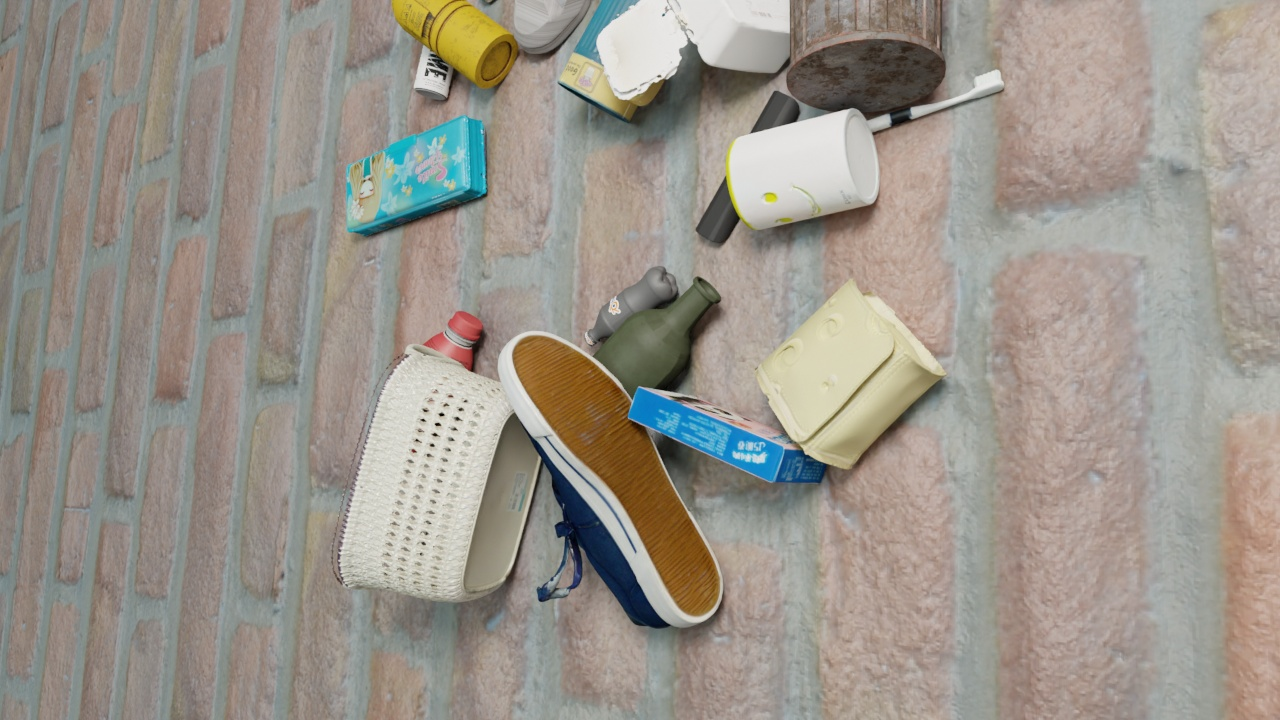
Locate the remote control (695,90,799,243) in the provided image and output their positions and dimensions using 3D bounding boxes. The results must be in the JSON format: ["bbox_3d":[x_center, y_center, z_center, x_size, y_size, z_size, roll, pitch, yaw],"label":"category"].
[{"bbox_3d":[0.098,-0.177,0.849,0.033,0.015,0.147,38,105,34],"label":"remote control"}]

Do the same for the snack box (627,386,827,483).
[{"bbox_3d":[0.074,0.064,0.784,0.154,0.087,0.033,22,96,36],"label":"snack box"}]

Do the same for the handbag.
[{"bbox_3d":[0.161,0.011,0.735,0.119,0.081,0.111,-49,46,22],"label":"handbag"}]

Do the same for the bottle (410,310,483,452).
[{"bbox_3d":[-0.233,0.025,1.028,0.062,0.062,0.177,43,108,33],"label":"bottle"}]

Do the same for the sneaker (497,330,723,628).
[{"bbox_3d":[-0.053,0.116,0.819,0.128,0.120,0.294,-28,94,44],"label":"sneaker"}]

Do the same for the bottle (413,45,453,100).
[{"bbox_3d":[-0.242,-0.378,1.110,0.041,0.041,0.116,13,91,36],"label":"bottle"}]

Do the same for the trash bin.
[{"bbox_3d":[0.180,-0.324,0.737,0.131,0.130,0.211,-4,78,35],"label":"trash bin"}]

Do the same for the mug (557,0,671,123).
[{"bbox_3d":[-0.013,-0.296,0.905,0.113,0.083,0.107,38,101,42],"label":"mug"}]

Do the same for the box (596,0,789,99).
[{"bbox_3d":[0.050,-0.303,0.818,0.101,0.189,0.111,104,147,-61],"label":"box"}]

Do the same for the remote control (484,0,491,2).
[{"bbox_3d":[-0.142,-0.463,1.067,0.126,0.018,0.038,-23,70,29],"label":"remote control"}]

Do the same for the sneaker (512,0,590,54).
[{"bbox_3d":[-0.084,-0.446,0.970,0.099,0.089,0.236,37,104,25],"label":"sneaker"}]

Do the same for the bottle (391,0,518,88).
[{"bbox_3d":[-0.224,-0.386,1.047,0.164,0.071,0.071,39,106,13],"label":"bottle"}]

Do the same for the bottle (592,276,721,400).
[{"bbox_3d":[-0.005,0.005,0.861,0.207,0.071,0.071,-46,59,21],"label":"bottle"}]

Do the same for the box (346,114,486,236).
[{"bbox_3d":[-0.276,-0.220,1.114,0.227,0.039,0.094,-10,78,36],"label":"box"}]

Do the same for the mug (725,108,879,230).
[{"bbox_3d":[0.138,-0.160,0.777,0.106,0.082,0.082,-7,79,34],"label":"mug"}]

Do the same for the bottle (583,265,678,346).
[{"bbox_3d":[-0.012,-0.049,0.895,0.110,0.036,0.036,-36,63,26],"label":"bottle"}]

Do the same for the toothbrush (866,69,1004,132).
[{"bbox_3d":[0.210,-0.205,0.775,0.187,0.012,0.017,-12,62,34],"label":"toothbrush"}]

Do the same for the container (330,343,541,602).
[{"bbox_3d":[-0.193,0.121,0.914,0.143,0.184,0.251,14,87,17],"label":"container"}]
